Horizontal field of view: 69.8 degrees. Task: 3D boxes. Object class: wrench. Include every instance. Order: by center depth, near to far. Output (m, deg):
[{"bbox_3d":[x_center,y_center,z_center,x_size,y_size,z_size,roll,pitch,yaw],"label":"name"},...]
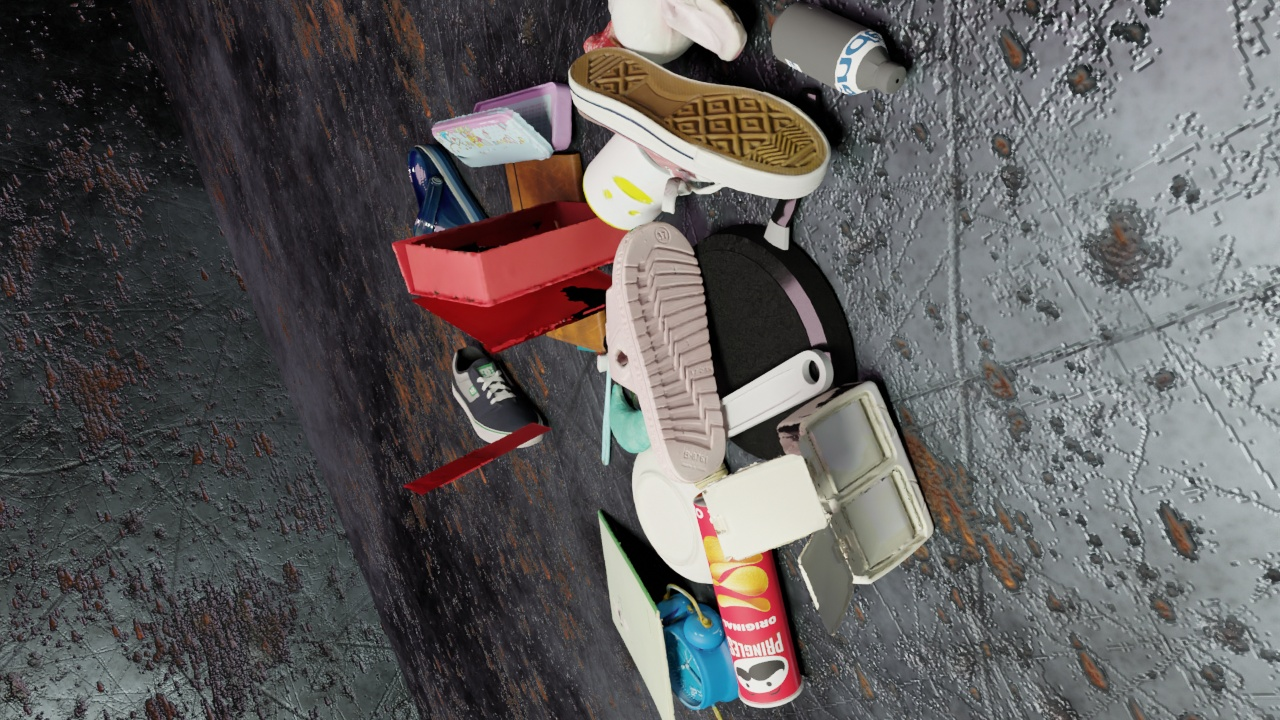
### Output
[{"bbox_3d":[0.084,0.039,0.849,0.274,0.018,0.086,-38,67,55],"label":"wrench"}]

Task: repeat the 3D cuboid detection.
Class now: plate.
[{"bbox_3d":[0.040,0.177,1.053,0.182,0.034,0.183,35,135,44],"label":"plate"}]

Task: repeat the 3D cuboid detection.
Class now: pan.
[{"bbox_3d":[0.109,-0.064,0.807,0.225,0.034,0.357,42,140,38],"label":"pan"}]

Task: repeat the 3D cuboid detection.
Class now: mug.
[{"bbox_3d":[0.004,-0.181,0.855,0.106,0.082,0.082,-36,77,57],"label":"mug"}]

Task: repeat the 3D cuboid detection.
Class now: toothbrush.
[{"bbox_3d":[-0.043,0.064,1.130,0.016,0.016,0.181,-120,24,-47],"label":"toothbrush"}]

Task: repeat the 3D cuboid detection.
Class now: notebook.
[{"bbox_3d":[-0.105,-0.127,1.122,0.179,0.014,0.249,17,122,52],"label":"notebook"},{"bbox_3d":[-0.008,0.323,1.165,0.252,0.010,0.182,-134,35,-64],"label":"notebook"}]

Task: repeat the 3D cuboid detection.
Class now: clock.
[{"bbox_3d":[0.065,0.335,1.079,0.117,0.060,0.161,10,116,60],"label":"clock"}]

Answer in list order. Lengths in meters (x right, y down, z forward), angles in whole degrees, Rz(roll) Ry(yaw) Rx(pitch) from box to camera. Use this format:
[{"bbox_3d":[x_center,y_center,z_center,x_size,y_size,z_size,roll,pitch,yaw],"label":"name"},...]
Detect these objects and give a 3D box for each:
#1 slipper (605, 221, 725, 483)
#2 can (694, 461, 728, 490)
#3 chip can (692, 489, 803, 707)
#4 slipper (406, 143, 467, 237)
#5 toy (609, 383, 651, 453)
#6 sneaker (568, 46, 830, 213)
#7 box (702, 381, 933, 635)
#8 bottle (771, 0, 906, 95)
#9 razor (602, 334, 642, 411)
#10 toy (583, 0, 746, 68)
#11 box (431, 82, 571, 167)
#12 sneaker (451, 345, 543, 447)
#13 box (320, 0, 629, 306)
[{"bbox_3d":[0.015,-0.005,0.842,0.065,0.094,0.239,-8,95,52],"label":"slipper"},{"bbox_3d":[0.060,0.094,0.969,0.079,0.038,0.038,64,149,9],"label":"can"},{"bbox_3d":[0.111,0.239,0.944,0.069,0.069,0.220,2,108,57],"label":"chip can"},{"bbox_3d":[-0.279,-0.194,1.286,0.252,0.095,0.105,61,146,21],"label":"slipper"},{"bbox_3d":[-0.003,0.064,1.056,0.105,0.033,0.085,-15,76,56],"label":"toy"},{"bbox_3d":[0.041,-0.174,0.739,0.241,0.118,0.088,31,151,28],"label":"sneaker"},{"bbox_3d":[0.148,0.111,0.691,0.069,0.190,0.143,-16,100,58],"label":"box"},{"bbox_3d":[0.141,-0.219,0.652,0.112,0.046,0.047,42,140,37],"label":"bottle"},{"bbox_3d":[-0.006,0.006,0.961,0.151,0.067,0.054,-94,10,-60],"label":"razor"},{"bbox_3d":[0.008,-0.289,0.789,0.159,0.084,0.195,59,155,3],"label":"toy"},{"bbox_3d":[-0.158,-0.264,1.061,0.214,0.096,0.077,12,129,55],"label":"box"},{"bbox_3d":[-0.215,0.048,1.336,0.235,0.084,0.079,37,136,48],"label":"sneaker"},{"bbox_3d":[-0.152,-0.218,0.932,0.153,0.213,0.325,-9,102,49],"label":"box"}]
